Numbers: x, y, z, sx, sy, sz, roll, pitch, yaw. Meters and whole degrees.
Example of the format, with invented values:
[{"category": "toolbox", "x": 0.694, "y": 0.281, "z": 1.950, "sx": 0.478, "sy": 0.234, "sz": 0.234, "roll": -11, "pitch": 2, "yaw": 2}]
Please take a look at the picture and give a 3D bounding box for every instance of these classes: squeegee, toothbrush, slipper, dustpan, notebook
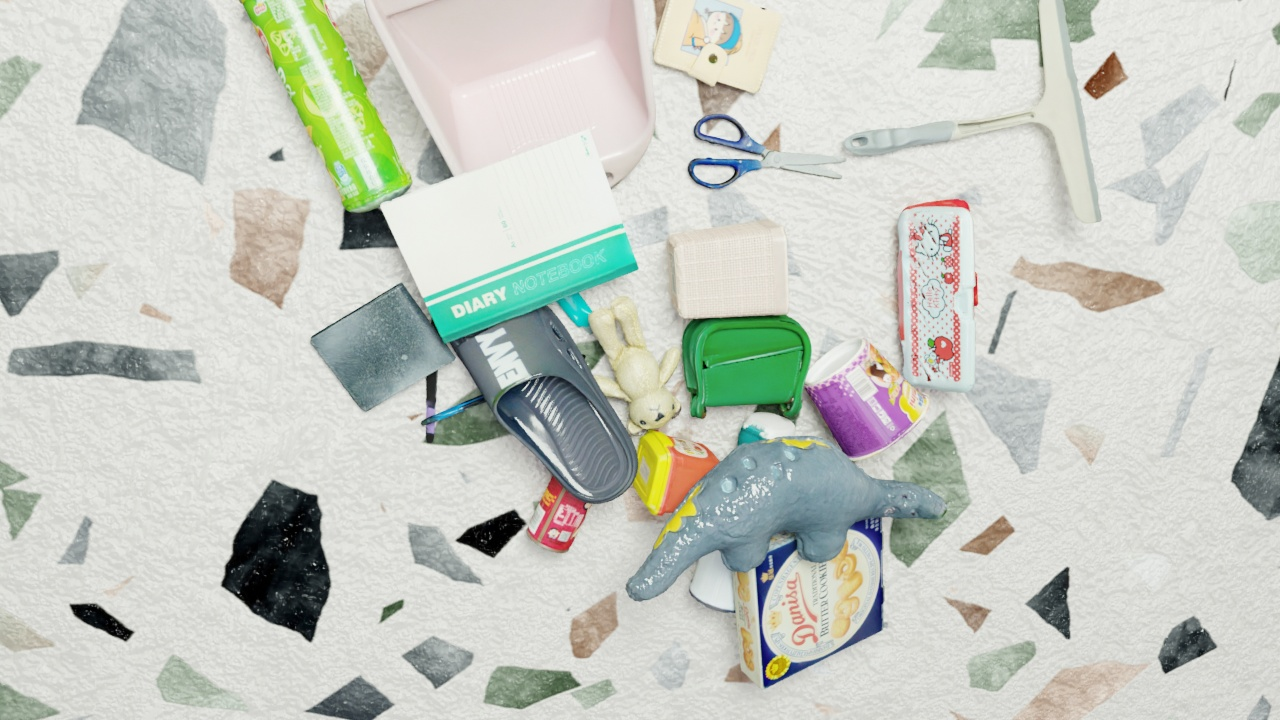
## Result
[{"category": "squeegee", "x": 0.331, "y": -0.242, "z": 0.958, "sx": 0.246, "sy": 0.039, "sz": 0.246, "roll": -10, "pitch": 89, "yaw": 1}, {"category": "toothbrush", "x": -0.219, "y": 0.000, "z": 0.964, "sx": 0.014, "sy": 0.016, "sz": 0.189, "roll": 5, "pitch": 106, "yaw": -3}, {"category": "slipper", "x": -0.099, "y": 0.031, "z": 0.928, "sx": 0.111, "sy": 0.083, "sz": 0.268, "roll": -37, "pitch": 90, "yaw": 2}, {"category": "dustpan", "x": -0.087, "y": -0.241, "z": 0.818, "sx": 0.222, "sy": 0.273, "sz": 0.138, "roll": -19, "pitch": 82, "yaw": 1}, {"category": "toothbrush", "x": -0.145, "y": 0.034, "z": 0.981, "sx": 0.189, "sy": 0.014, "sz": 0.016, "roll": -23, "pitch": 124, "yaw": -3}, {"category": "notebook", "x": -0.122, "y": -0.117, "z": 0.884, "sx": 0.209, "sy": 0.012, "sz": 0.150, "roll": -21, "pitch": 114, "yaw": 0}]

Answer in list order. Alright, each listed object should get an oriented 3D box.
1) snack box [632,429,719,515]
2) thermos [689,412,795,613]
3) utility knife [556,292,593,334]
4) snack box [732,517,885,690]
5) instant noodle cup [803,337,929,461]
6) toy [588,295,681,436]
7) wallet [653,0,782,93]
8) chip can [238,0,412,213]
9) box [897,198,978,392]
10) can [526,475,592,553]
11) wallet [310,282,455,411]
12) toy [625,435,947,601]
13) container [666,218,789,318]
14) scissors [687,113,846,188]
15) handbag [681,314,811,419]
[{"category": "snack box", "x": 0.040, "y": 0.125, "z": 0.997, "sx": 0.080, "sy": 0.091, "sz": 0.082, "roll": 10, "pitch": 103, "yaw": -18}, {"category": "thermos", "x": 0.118, "y": 0.168, "z": 1.031, "sx": 0.073, "sy": 0.073, "sz": 0.224, "roll": 13, "pitch": 103, "yaw": -11}, {"category": "utility knife", "x": -0.096, "y": -0.089, "z": 0.957, "sx": 0.029, "sy": 0.013, "sz": 0.161, "roll": -36, "pitch": 110, "yaw": 6}, {"category": "snack box", "x": 0.193, "y": 0.259, "z": 1.038, "sx": 0.182, "sy": 0.046, "sz": 0.178, "roll": -18, "pitch": 116, "yaw": -23}, {"category": "instant noodle cup", "x": 0.236, "y": 0.036, "z": 0.993, "sx": 0.111, "sy": 0.111, "sz": 0.099, "roll": -39, "pitch": 98, "yaw": 4}, {"category": "toy", "x": -0.006, "y": 0.006, "z": 0.966, "sx": 0.105, "sy": 0.066, "sz": 0.157, "roll": -26, "pitch": 115, "yaw": -7}, {"category": "wallet", "x": 0.075, "y": -0.319, "z": 0.911, "sx": 0.115, "sy": 0.024, "sz": 0.087, "roll": 15, "pitch": 98, "yaw": -13}, {"category": "chip can", "x": -0.289, "y": -0.247, "z": 0.855, "sx": 0.072, "sy": 0.072, "sz": 0.221, "roll": -23, "pitch": 107, "yaw": -1}, {"category": "box", "x": 0.323, "y": -0.066, "z": 0.979, "sx": 0.094, "sy": 0.091, "sz": 0.201, "roll": -9, "pitch": 107, "yaw": -4}, {"category": "can", "x": -0.074, "y": 0.141, "z": 1.002, "sx": 0.053, "sy": 0.053, "sz": 0.133, "roll": 24, "pitch": 101, "yaw": -13}, {"category": "wallet", "x": -0.266, "y": -0.012, "z": 0.946, "sx": 0.121, "sy": 0.019, "sz": 0.097, "roll": -29, "pitch": 107, "yaw": 11}, {"category": "toy", "x": 0.147, "y": 0.147, "z": 0.938, "sx": 0.356, "sy": 0.091, "sz": 0.138, "roll": -9, "pitch": 85, "yaw": -15}, {"category": "container", "x": 0.087, "y": -0.093, "z": 0.942, "sx": 0.111, "sy": 0.090, "sz": 0.090, "roll": -6, "pitch": 106, "yaw": -3}, {"category": "scissors", "x": 0.130, "y": -0.200, "z": 0.957, "sx": 0.173, "sy": 0.012, "sz": 0.128, "roll": 34, "pitch": 97, "yaw": -16}, {"category": "handbag", "x": 0.111, "y": 0.004, "z": 0.982, "sx": 0.131, "sy": 0.068, "sz": 0.120, "roll": -1, "pitch": 106, "yaw": -8}]
